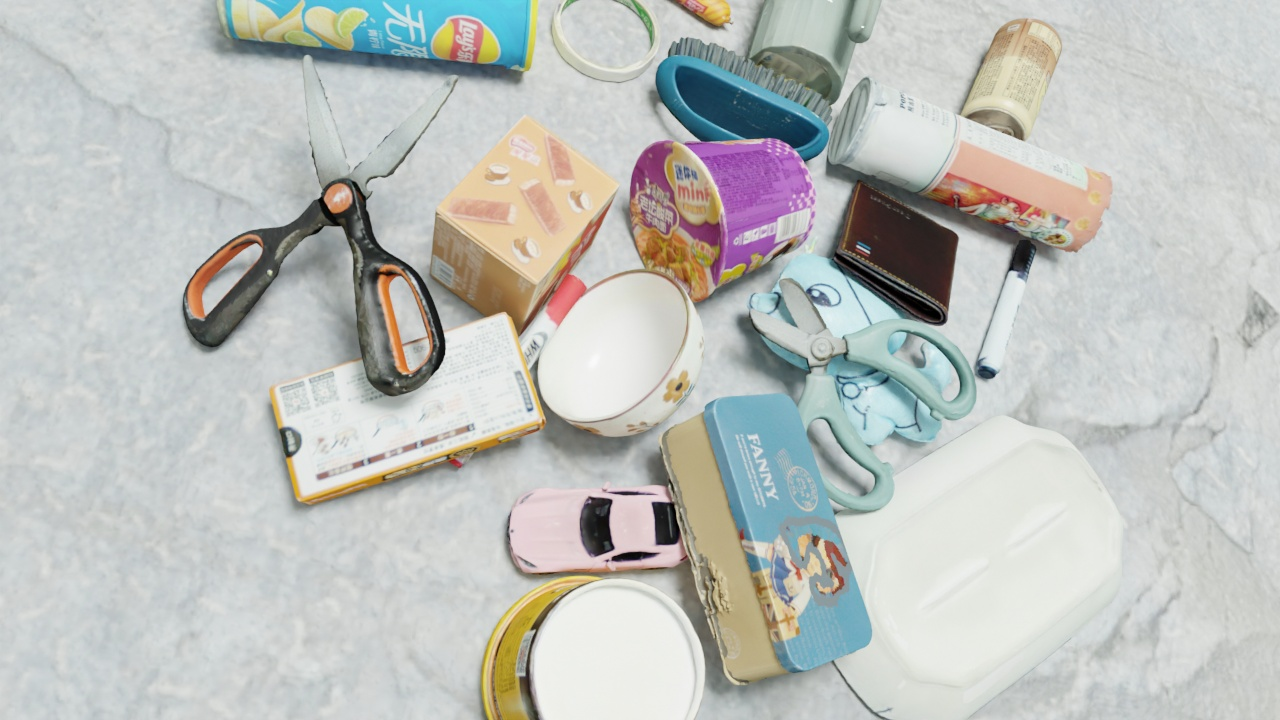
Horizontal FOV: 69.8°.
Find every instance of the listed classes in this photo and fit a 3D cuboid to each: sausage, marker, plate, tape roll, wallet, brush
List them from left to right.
[{"bbox_3d":[-0.081,0.006,0.596,0.017,0.017,0.145,34,78,-2],"label":"marker"},{"bbox_3d":[-0.027,-0.260,0.724,0.085,0.014,0.085,5,69,-13],"label":"tape roll"},{"bbox_3d":[0.008,-0.322,0.751,0.165,0.021,0.021,33,66,-1],"label":"sausage"},{"bbox_3d":[0.077,-0.190,0.704,0.144,0.055,0.073,24,65,-6],"label":"brush"},{"bbox_3d":[0.196,-0.085,0.695,0.096,0.020,0.122,32,41,-3],"label":"wallet"},{"bbox_3d":[0.241,0.139,0.641,0.265,0.034,0.162,-25,79,-22],"label":"plate"},{"bbox_3d":[0.291,-0.043,0.728,0.022,0.018,0.130,52,55,-42],"label":"marker"}]

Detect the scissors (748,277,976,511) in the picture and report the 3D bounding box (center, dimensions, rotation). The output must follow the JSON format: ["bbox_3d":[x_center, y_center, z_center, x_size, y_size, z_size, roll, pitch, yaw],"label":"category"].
[{"bbox_3d":[0.157,0.006,0.628,0.172,0.019,0.176,-25,90,-6],"label":"scissors"}]

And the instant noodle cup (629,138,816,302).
[{"bbox_3d":[0.061,-0.107,0.647,0.099,0.112,0.111,-20,77,-31],"label":"instant noodle cup"}]

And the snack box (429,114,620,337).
[{"bbox_3d":[-0.078,-0.086,0.603,0.077,0.093,0.094,36,66,0],"label":"snack box"}]

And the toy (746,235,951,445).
[{"bbox_3d":[0.154,-0.014,0.666,0.161,0.050,0.156,-2,73,-21],"label":"toy"}]

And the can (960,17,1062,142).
[{"bbox_3d":[0.315,-0.233,0.782,0.058,0.059,0.116,30,66,-3],"label":"can"}]

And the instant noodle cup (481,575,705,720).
[{"bbox_3d":[-0.025,0.175,0.513,0.118,0.115,0.118,5,69,-13],"label":"instant noodle cup"}]

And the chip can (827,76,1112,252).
[{"bbox_3d":[0.263,-0.154,0.733,0.214,0.071,0.071,18,67,-8],"label":"chip can"}]

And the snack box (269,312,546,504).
[{"bbox_3d":[-0.142,0.029,0.564,0.153,0.026,0.075,-18,77,-7],"label":"snack box"}]

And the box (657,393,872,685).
[{"bbox_3d":[0.075,0.104,0.580,0.089,0.062,0.184,-4,73,-44],"label":"box"}]

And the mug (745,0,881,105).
[{"bbox_3d":[0.143,-0.265,0.714,0.083,0.124,0.103,28,67,-23],"label":"mug"}]

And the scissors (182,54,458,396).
[{"bbox_3d":[-0.183,-0.076,0.549,0.234,0.021,0.221,-37,76,9],"label":"scissors"}]

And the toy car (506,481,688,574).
[{"bbox_3d":[-0.023,0.107,0.581,0.122,0.037,0.056,0,69,-14],"label":"toy car"}]

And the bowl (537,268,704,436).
[{"bbox_3d":[-0.004,0.003,0.597,0.062,0.114,0.113,45,57,-43],"label":"bowl"}]

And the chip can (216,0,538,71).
[{"bbox_3d":[-0.181,-0.251,0.648,0.210,0.071,0.071,1,70,-14],"label":"chip can"}]
